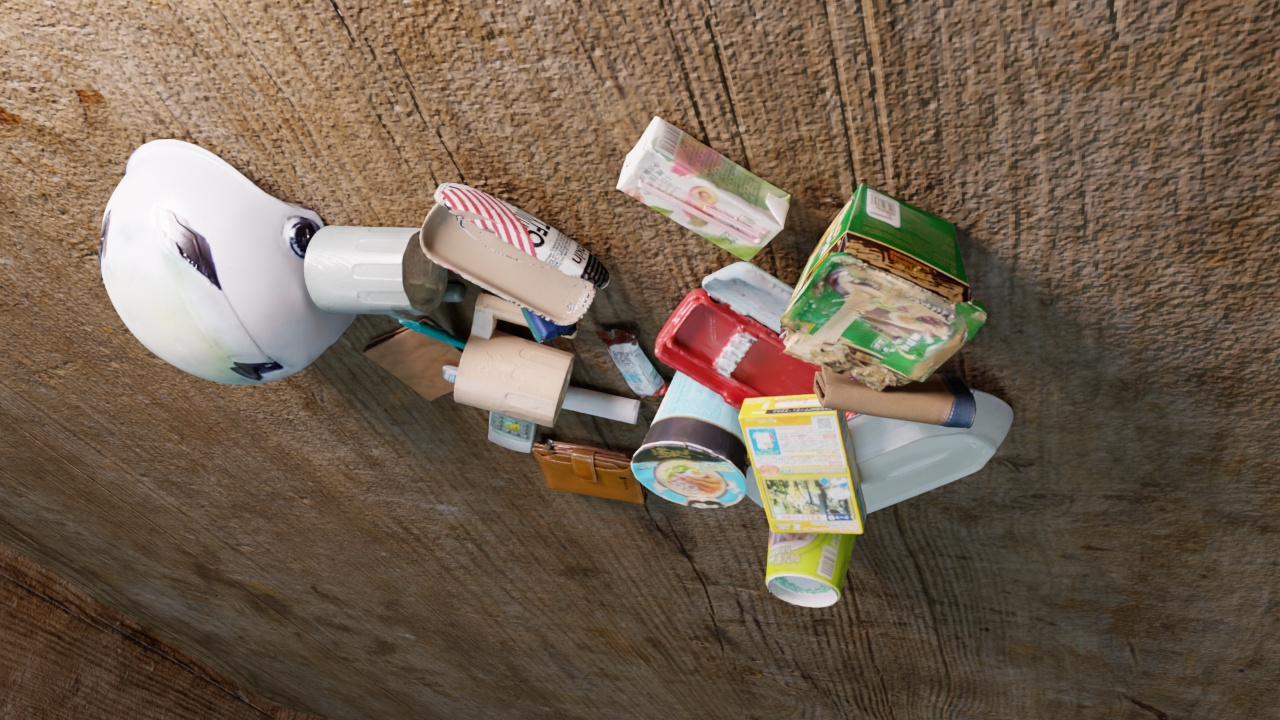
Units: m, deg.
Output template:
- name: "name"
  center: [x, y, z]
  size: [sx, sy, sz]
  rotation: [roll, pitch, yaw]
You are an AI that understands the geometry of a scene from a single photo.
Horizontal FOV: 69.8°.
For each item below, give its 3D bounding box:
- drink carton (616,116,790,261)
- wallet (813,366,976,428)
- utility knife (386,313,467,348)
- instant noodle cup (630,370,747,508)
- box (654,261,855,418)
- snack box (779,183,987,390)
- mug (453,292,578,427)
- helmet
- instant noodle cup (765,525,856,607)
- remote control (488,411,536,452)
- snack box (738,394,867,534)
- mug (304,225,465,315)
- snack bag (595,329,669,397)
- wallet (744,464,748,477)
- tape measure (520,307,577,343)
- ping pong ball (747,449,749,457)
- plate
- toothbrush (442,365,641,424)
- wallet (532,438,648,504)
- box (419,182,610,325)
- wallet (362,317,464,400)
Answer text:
- name: "drink carton"
  center: [0.048, -0.126, 0.690]
  size: [0.122, 0.045, 0.054]
  rotation: [28, 144, -15]
- name: "wallet"
  center: [0.200, 0.027, 0.733]
  size: [0.115, 0.090, 0.033]
  rotation: [6, 101, 5]
- name: "utility knife"
  center: [-0.204, -0.029, 0.900]
  size: [0.029, 0.013, 0.185]
  rotation: [12, 175, 11]
- name: "instant noodle cup"
  center: [0.059, 0.064, 0.882]
  size: [0.111, 0.120, 0.111]
  rotation: [12, 144, 9]
- name: "box"
  center: [0.128, -0.008, 0.807]
  size: [0.201, 0.069, 0.158]
  rotation: [29, 136, -17]
- name: "snack box"
  center: [0.173, -0.060, 0.672]
  size: [0.118, 0.105, 0.118]
  rotation: [22, 144, -7]
- name: "mug"
  center: [-0.123, 0.000, 0.927]
  size: [0.103, 0.084, 0.125]
  rotation: [16, 119, 1]
- name: "helmet"
  center: [-0.419, -0.070, 0.896]
  size: [0.229, 0.145, 0.259]
  rotation: [2, 142, 21]
- name: "instant noodle cup"
  center: [0.186, 0.200, 1.009]
  size: [0.112, 0.123, 0.112]
  rotation: [12, 146, 8]
- name: "remote control"
  center: [-0.148, 0.065, 1.069]
  size: [0.056, 0.019, 0.135]
  rotation: [18, 146, 0]
- name: "snack box"
  center: [0.146, 0.094, 0.817]
  size: [0.087, 0.033, 0.140]
  rotation: [-5, 120, 24]
- name: "mug"
  center: [-0.237, -0.079, 0.870]
  size: [0.103, 0.083, 0.124]
  rotation: [3, 169, 20]
- name: "snack bag"
  center: [-0.005, 0.005, 0.914]
  size: [0.045, 0.026, 0.105]
  rotation: [4, 143, 36]
- name: "wallet"
  center: [0.065, 0.107, 0.996]
  size: [0.096, 0.020, 0.122]
  rotation: [27, 167, -11]
- name: "tape measure"
  center: [-0.085, -0.046, 0.852]
  size: [0.025, 0.054, 0.058]
  rotation: [-39, 75, 48]
- name: "ping pong ball"
  center: [0.108, 0.081, 0.954]
  size: [0.040, 0.040, 0.040]
  rotation: [12, 145, 9]
- name: "plate"
  center: [0.222, 0.102, 0.869]
  size: [0.266, 0.034, 0.162]
  rotation: [-29, 141, 34]
- name: "toothbrush"
  center: [-0.109, 0.033, 0.993]
  size: [0.221, 0.026, 0.026]
  rotation: [12, 115, 5]
- name: "wallet"
  center: [-0.061, 0.131, 1.114]
  size: [0.131, 0.035, 0.119]
  rotation: [8, 150, 14]
- name: "box"
  center: [-0.110, -0.087, 0.790]
  size: [0.162, 0.075, 0.086]
  rotation: [25, 115, -13]
- name: "wallet"
  center: [-0.238, 0.000, 1.022]
  size: [0.116, 0.020, 0.101]
  rotation: [-20, 132, 39]
